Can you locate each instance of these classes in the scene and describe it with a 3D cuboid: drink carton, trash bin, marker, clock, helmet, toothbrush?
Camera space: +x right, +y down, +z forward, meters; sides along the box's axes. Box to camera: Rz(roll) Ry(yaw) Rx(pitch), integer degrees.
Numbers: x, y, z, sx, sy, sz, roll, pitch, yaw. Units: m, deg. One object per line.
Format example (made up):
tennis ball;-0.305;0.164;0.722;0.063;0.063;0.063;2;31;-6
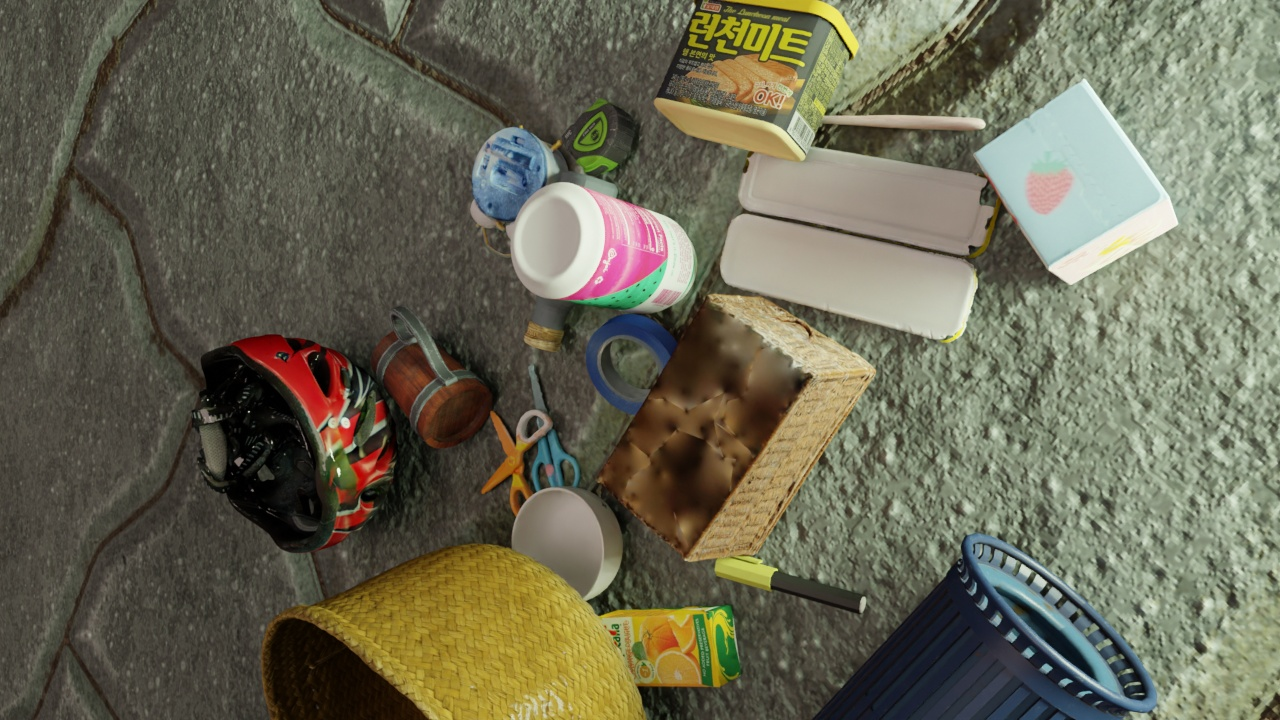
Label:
drink carton;0.019;0.243;0.781;0.123;0.041;0.058;-12;81;32
trash bin;0.194;0.254;0.613;0.139;0.139;0.250;45;112;26
marker;0.118;0.177;0.734;0.124;0.017;0.021;9;93;31
clock;-0.120;-0.160;0.883;0.089;0.051;0.125;29;103;30
helmet;-0.347;0.079;0.942;0.272;0.166;0.218;18;117;43
toothbrush;0.177;-0.191;0.716;0.181;0.015;0.018;13;89;33

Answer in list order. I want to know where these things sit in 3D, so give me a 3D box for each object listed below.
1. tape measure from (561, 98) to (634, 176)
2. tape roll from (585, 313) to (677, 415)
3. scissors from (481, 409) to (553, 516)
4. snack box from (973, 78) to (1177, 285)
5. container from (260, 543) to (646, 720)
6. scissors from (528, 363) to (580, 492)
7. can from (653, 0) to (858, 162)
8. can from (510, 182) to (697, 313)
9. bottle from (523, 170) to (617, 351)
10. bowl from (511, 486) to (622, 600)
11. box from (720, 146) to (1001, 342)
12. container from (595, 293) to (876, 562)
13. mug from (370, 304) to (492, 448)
tape measure;-0.034;-0.203;0.840;0.066;0.035;0.058;-40;59;28
tape roll;-0.005;0.005;0.795;0.091;0.016;0.093;6;122;31
scissors;-0.119;0.097;0.887;0.129;0.011;0.125;-47;60;30
snack box;0.283;-0.111;0.597;0.080;0.094;0.093;-34;71;26
container;-0.147;0.305;0.762;0.307;0.196;0.307;15;115;35
scissors;-0.091;0.068;0.876;0.057;0.015;0.136;-21;81;33
can;0.088;-0.226;0.728;0.131;0.072;0.101;24;90;34
can;-0.025;-0.087;0.750;0.088;0.165;0.088;-2;86;32
bottle;-0.068;-0.089;0.840;0.072;0.046;0.161;36;110;65
bowl;-0.061;0.166;0.828;0.105;0.054;0.105;-3;85;31
box;0.163;-0.097;0.717;0.210;0.023;0.127;18;96;31
container;0.071;0.052;0.714;0.114;0.112;0.199;39;109;28
mug;-0.211;0.010;0.906;0.111;0.081;0.118;41;145;31
